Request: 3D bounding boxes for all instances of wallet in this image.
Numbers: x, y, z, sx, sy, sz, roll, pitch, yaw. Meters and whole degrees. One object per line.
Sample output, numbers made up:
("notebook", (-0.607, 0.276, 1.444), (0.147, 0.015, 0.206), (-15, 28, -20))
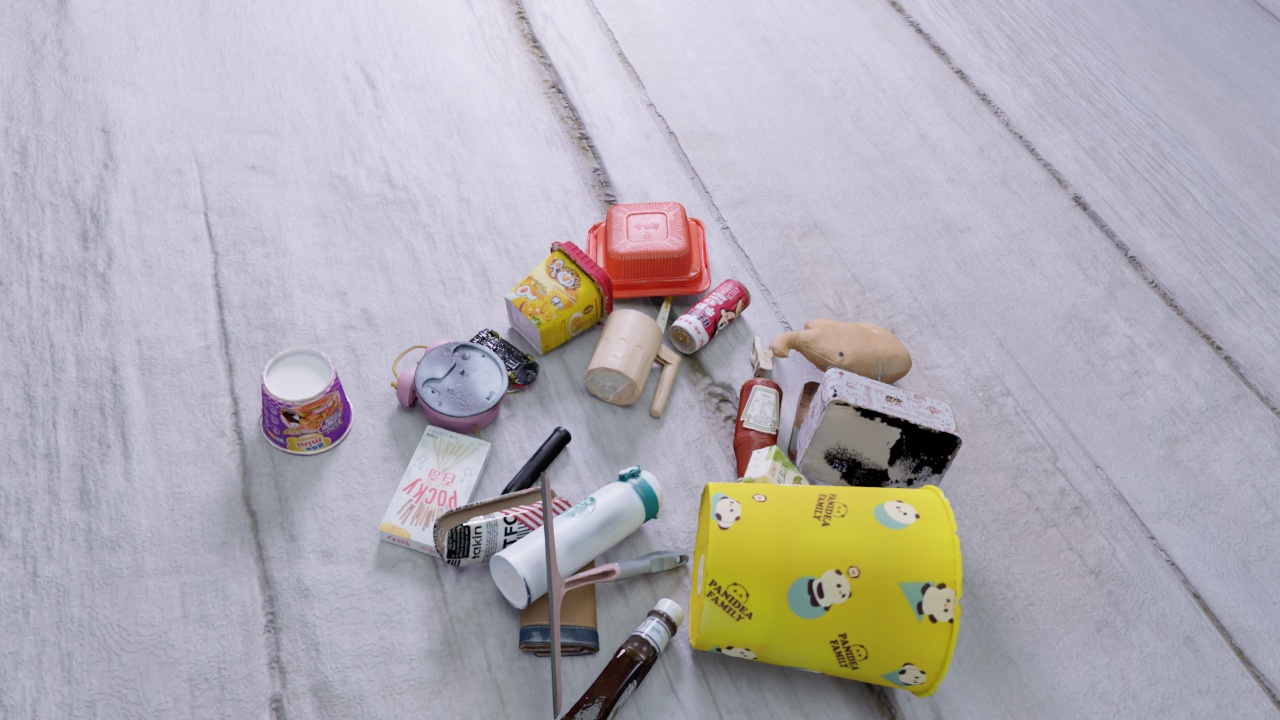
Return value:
("wallet", (-0.093, 0.276, 1.044), (0.090, 0.033, 0.115), (4, 51, -12))

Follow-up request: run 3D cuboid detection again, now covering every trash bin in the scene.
("trash bin", (0.191, 0.240, 1.018), (0.255, 0.230, 0.229), (6, 52, 0))

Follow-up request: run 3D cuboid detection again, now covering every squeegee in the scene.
("squeegee", (-0.030, 0.239, 1.027), (0.249, 0.040, 0.247), (1, 84, -51))

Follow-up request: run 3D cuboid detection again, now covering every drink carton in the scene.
("drink carton", (0.180, 0.165, 1.140), (0.122, 0.046, 0.053), (46, 48, -22))

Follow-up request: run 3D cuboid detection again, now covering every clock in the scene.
("clock", (-0.247, 0.029, 1.183), (0.158, 0.060, 0.117), (30, 54, 9))

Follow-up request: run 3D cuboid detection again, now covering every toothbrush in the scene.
("toothbrush", (-0.156, 0.160, 1.124), (0.027, 0.026, 0.212), (8, 44, 40))
("toothbrush", (0.041, -0.088, 1.361), (0.016, 0.018, 0.190), (14, 54, 4))

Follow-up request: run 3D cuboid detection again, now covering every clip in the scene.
("clip", (0.174, 0.003, 1.305), (0.034, 0.062, 0.096), (14, 42, -2))

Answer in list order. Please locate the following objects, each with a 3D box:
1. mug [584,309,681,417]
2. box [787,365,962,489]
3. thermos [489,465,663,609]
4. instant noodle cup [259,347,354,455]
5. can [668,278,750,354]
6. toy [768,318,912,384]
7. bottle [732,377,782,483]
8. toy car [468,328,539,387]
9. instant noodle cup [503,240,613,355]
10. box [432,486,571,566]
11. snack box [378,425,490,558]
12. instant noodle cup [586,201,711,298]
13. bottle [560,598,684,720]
("mug", (-0.007, 0.007, 1.245), (0.124, 0.084, 0.103), (35, 51, -18))
("box", (0.305, 0.084, 1.215), (0.183, 0.157, 0.191), (18, 32, -1))
("thermos", (-0.066, 0.195, 1.056), (0.223, 0.073, 0.073), (-28, 63, -38))
("instant noodle cup", (-0.409, 0.045, 1.113), (0.111, 0.099, 0.111), (5, 54, -8))
("can", (0.101, -0.064, 1.329), (0.053, 0.053, 0.132), (39, 55, 17))
("toy", (0.282, -0.012, 1.267), (0.225, 0.082, 0.143), (3, 21, -41))
("bottle", (0.148, 0.120, 1.197), (0.060, 0.060, 0.205), (13, 58, -2))
("toy car", (-0.185, 0.000, 1.235), (0.106, 0.031, 0.049), (32, 54, 14))
("instant noodle cup", (-0.115, -0.082, 1.269), (0.123, 0.116, 0.116), (-39, 69, -21))
("box", (-0.164, 0.192, 1.073), (0.163, 0.075, 0.081), (-13, 30, -33))
("snack box", (-0.245, 0.156, 1.107), (0.085, 0.027, 0.156), (16, 51, 1))
("instant noodle cup", (0.009, -0.171, 1.366), (0.189, 0.079, 0.164), (-4, 50, 0))
("bottle", (-0.016, 0.334, 0.985), (0.044, 0.080, 0.194), (32, 46, 16))
